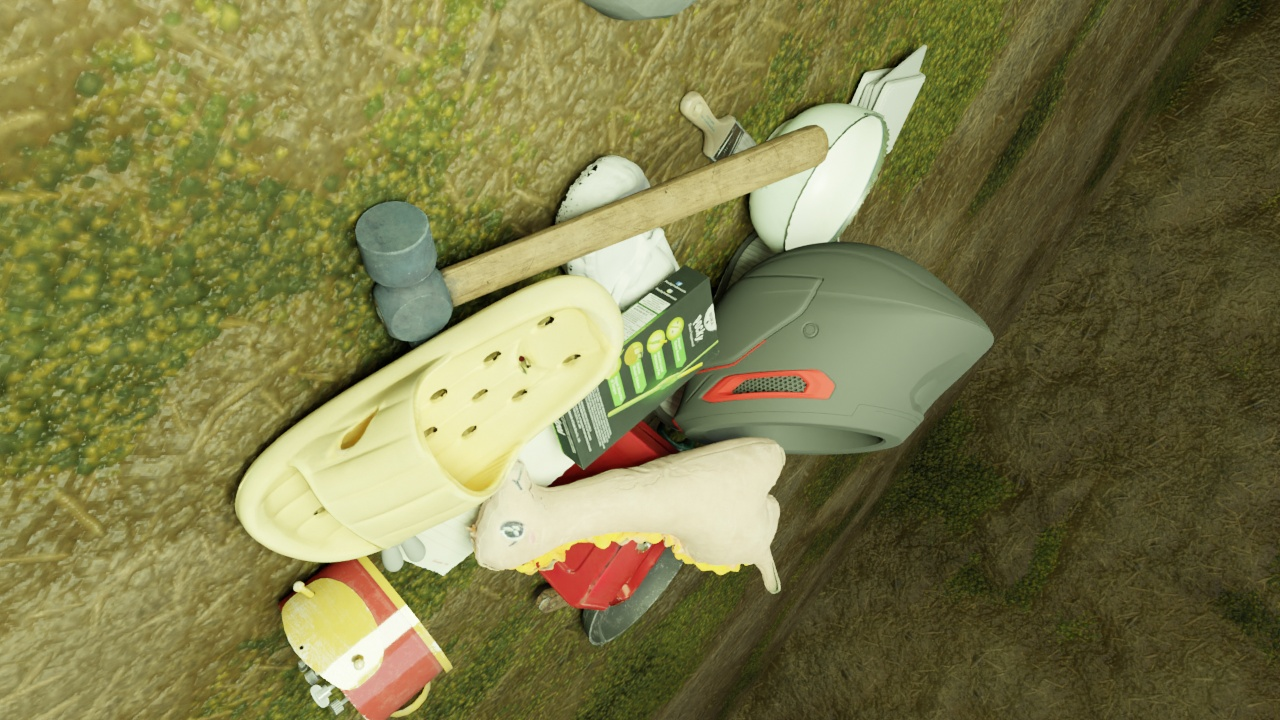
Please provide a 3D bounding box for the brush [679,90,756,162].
[{"bbox_3d":[0.065,-0.180,0.740,0.039,0.012,0.151,-57,154,8],"label":"brush"}]

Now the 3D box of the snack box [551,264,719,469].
[{"bbox_3d":[-0.004,0.004,0.675,0.147,0.025,0.080,-39,141,-24],"label":"snack box"}]

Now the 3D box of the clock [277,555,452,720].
[{"bbox_3d":[-0.203,0.208,0.663,0.081,0.117,0.159,-38,158,-22],"label":"clock"}]

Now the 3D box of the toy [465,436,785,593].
[{"bbox_3d":[0.000,0.141,0.734,0.264,0.065,0.196,-15,113,-18],"label":"toy"}]

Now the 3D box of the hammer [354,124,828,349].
[{"bbox_3d":[-0.014,-0.089,0.588,0.321,0.040,0.129,-24,148,-17],"label":"hammer"}]

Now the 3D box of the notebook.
[{"bbox_3d":[-0.113,0.071,0.675,0.209,0.012,0.153,-41,144,3],"label":"notebook"}]

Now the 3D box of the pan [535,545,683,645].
[{"bbox_3d":[-0.038,0.269,1.121,0.208,0.040,0.356,-57,154,8],"label":"pan"}]

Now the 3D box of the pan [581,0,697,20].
[{"bbox_3d":[0.057,-0.347,0.472,0.178,0.041,0.358,-15,136,-53],"label":"pan"}]

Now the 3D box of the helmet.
[{"bbox_3d":[0.158,-0.015,0.779,0.164,0.265,0.169,32,60,-59],"label":"helmet"}]

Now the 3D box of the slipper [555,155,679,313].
[{"bbox_3d":[-0.006,-0.063,0.712,0.112,0.075,0.247,-62,157,-20],"label":"slipper"}]

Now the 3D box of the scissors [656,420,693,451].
[{"bbox_3d":[0.082,0.060,1.042,0.015,0.142,0.209,-36,-157,41],"label":"scissors"}]

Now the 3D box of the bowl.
[{"bbox_3d":[0.152,-0.168,0.837,0.153,0.073,0.154,-41,153,-26],"label":"bowl"}]

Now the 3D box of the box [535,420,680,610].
[{"bbox_3d":[-0.036,0.131,0.836,0.157,0.134,0.112,-57,157,8],"label":"box"}]

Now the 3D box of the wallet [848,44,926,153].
[{"bbox_3d":[0.247,-0.261,0.925,0.118,0.037,0.115,-28,145,-49],"label":"wallet"}]

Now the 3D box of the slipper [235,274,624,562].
[{"bbox_3d":[-0.112,0.049,0.552,0.261,0.079,0.111,-36,132,-5],"label":"slipper"}]

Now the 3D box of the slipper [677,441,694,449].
[{"bbox_3d":[0.039,0.139,1.049,0.265,0.083,0.109,12,143,-44],"label":"slipper"}]

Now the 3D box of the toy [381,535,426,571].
[{"bbox_3d":[-0.175,0.101,0.619,0.049,0.030,0.112,-21,130,-12],"label":"toy"}]

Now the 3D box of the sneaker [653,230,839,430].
[{"bbox_3d":[0.112,-0.034,0.936,0.263,0.097,0.129,-53,167,-3],"label":"sneaker"}]
